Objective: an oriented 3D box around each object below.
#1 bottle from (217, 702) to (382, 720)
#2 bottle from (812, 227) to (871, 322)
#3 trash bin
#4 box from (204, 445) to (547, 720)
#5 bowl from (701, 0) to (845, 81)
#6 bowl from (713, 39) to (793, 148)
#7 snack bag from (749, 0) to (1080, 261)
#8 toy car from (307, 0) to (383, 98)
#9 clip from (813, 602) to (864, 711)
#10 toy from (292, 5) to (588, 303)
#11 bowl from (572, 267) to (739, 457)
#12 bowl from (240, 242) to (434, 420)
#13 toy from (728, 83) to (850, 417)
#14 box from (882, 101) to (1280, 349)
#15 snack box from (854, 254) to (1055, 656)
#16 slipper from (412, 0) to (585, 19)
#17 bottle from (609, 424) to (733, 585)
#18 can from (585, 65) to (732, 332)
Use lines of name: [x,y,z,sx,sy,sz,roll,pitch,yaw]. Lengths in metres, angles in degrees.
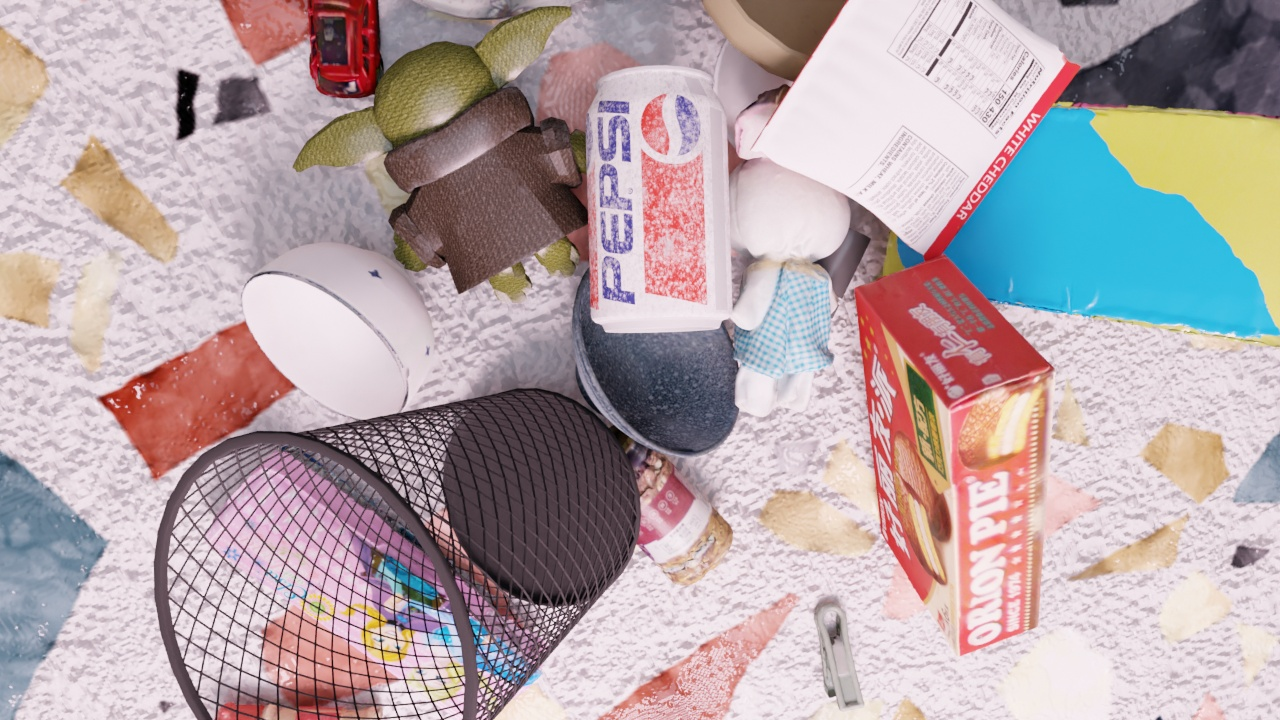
bottle: [-0.233,0.257,0.627,0.109,0.044,0.044,5,102,-9]
bottle: [0.114,-0.035,0.608,0.030,0.030,0.113,22,99,-12]
trash bin: [-0.107,0.105,0.498,0.184,0.209,0.184,5,101,24]
box: [-0.172,0.152,0.615,0.230,0.053,0.085,41,112,-15]
bowl: [0.094,-0.217,0.518,0.152,0.051,0.152,5,74,-17]
bowl: [0.103,-0.170,0.569,0.110,0.040,0.110,-2,103,-7]
snack bag: [0.148,-0.131,0.479,0.144,0.039,0.131,24,109,-29]
toy car: [-0.173,-0.199,0.532,0.042,0.036,0.091,-1,97,-8]
clip: [0.143,0.214,0.673,0.023,0.059,0.076,-10,91,-7]
toy: [-0.094,-0.110,0.539,0.179,0.078,0.153,-28,99,5]
bowl: [-0.003,0.003,0.578,0.057,0.136,0.137,-29,110,41]
bowl: [-0.170,-0.024,0.546,0.113,0.063,0.114,18,139,17]
toy: [0.092,-0.063,0.564,0.131,0.105,0.206,-1,110,-19]
box: [0.263,-0.086,0.536,0.221,0.080,0.124,12,101,30]
snack box: [0.188,0.064,0.554,0.060,0.113,0.237,-19,130,-2]
slipper: [-0.033,-0.249,0.519,0.268,0.055,0.098,-7,105,-12]
bottle: [0.009,0.095,0.612,0.056,0.056,0.105,-42,105,3]
can: [0.010,-0.085,0.507,0.078,0.078,0.136,-2,90,-7]
